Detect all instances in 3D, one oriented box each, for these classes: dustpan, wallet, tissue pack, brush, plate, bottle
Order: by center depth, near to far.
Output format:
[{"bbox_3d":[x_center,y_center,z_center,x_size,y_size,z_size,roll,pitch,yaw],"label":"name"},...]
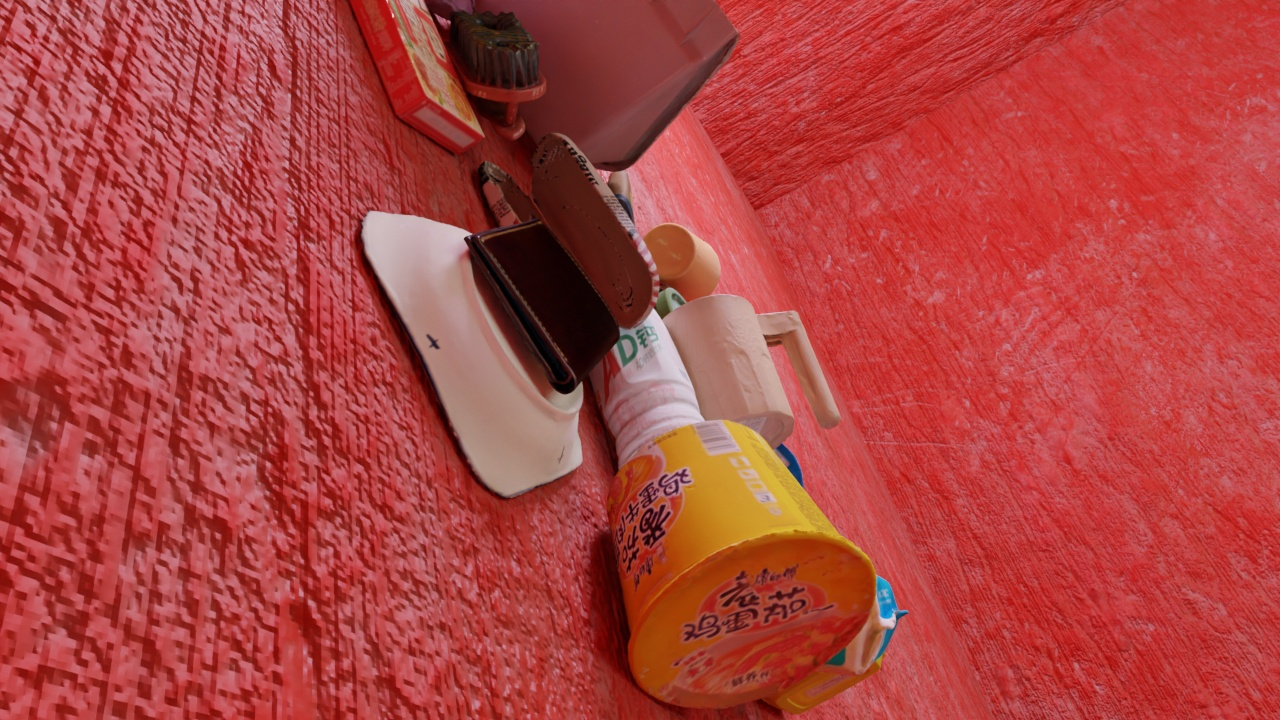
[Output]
[{"bbox_3d":[-0.075,-0.011,0.506,0.163,0.034,0.164,63,13,4],"label":"plate"},{"bbox_3d":[-0.052,-0.037,0.526,0.096,0.020,0.122,55,15,-5],"label":"wallet"},{"bbox_3d":[0.099,0.162,0.602,0.090,0.140,0.063,25,69,-66],"label":"tissue pack"},{"bbox_3d":[-0.004,0.004,0.663,0.068,0.068,0.196,45,20,-49],"label":"bottle"},{"bbox_3d":[-0.107,-0.213,0.684,0.145,0.063,0.069,-120,-150,-54],"label":"brush"},{"bbox_3d":[-0.041,-0.284,0.805,0.222,0.259,0.142,55,34,1],"label":"dustpan"},{"bbox_3d":[-0.019,-0.128,0.886,0.115,0.033,0.090,-92,177,-65],"label":"wallet"}]

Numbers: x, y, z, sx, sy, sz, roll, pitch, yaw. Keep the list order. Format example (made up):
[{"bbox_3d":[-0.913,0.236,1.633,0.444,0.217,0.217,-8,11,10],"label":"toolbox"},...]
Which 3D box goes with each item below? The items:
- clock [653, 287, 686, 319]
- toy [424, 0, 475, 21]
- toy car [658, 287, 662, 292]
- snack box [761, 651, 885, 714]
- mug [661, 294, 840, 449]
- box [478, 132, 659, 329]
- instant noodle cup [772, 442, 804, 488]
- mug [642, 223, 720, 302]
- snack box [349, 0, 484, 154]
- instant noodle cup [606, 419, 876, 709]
[{"bbox_3d":[0.038,0.007,0.829,0.161,0.056,0.116,46,21,-47],"label":"clock"},{"bbox_3d":[-0.167,-0.305,0.728,0.084,0.039,0.108,56,13,13],"label":"toy"},{"bbox_3d":[0.021,-0.048,0.924,0.105,0.032,0.048,38,24,-33],"label":"toy car"},{"bbox_3d":[0.122,0.206,0.683,0.082,0.091,0.080,47,13,-48],"label":"snack box"},{"bbox_3d":[0.081,0.014,0.698,0.084,0.124,0.103,109,-31,-53],"label":"mug"},{"bbox_3d":[-0.043,-0.091,0.643,0.163,0.088,0.076,56,8,24],"label":"box"},{"bbox_3d":[0.092,0.123,0.740,0.110,0.099,0.099,57,12,-56],"label":"instant noodle cup"},{"bbox_3d":[0.039,-0.105,0.978,0.078,0.078,0.122,64,10,9],"label":"mug"},{"bbox_3d":[-0.158,-0.217,0.617,0.153,0.025,0.075,65,15,15],"label":"snack box"},{"bbox_3d":[0.045,0.109,0.518,0.138,0.138,0.109,50,9,-39],"label":"instant noodle cup"}]
